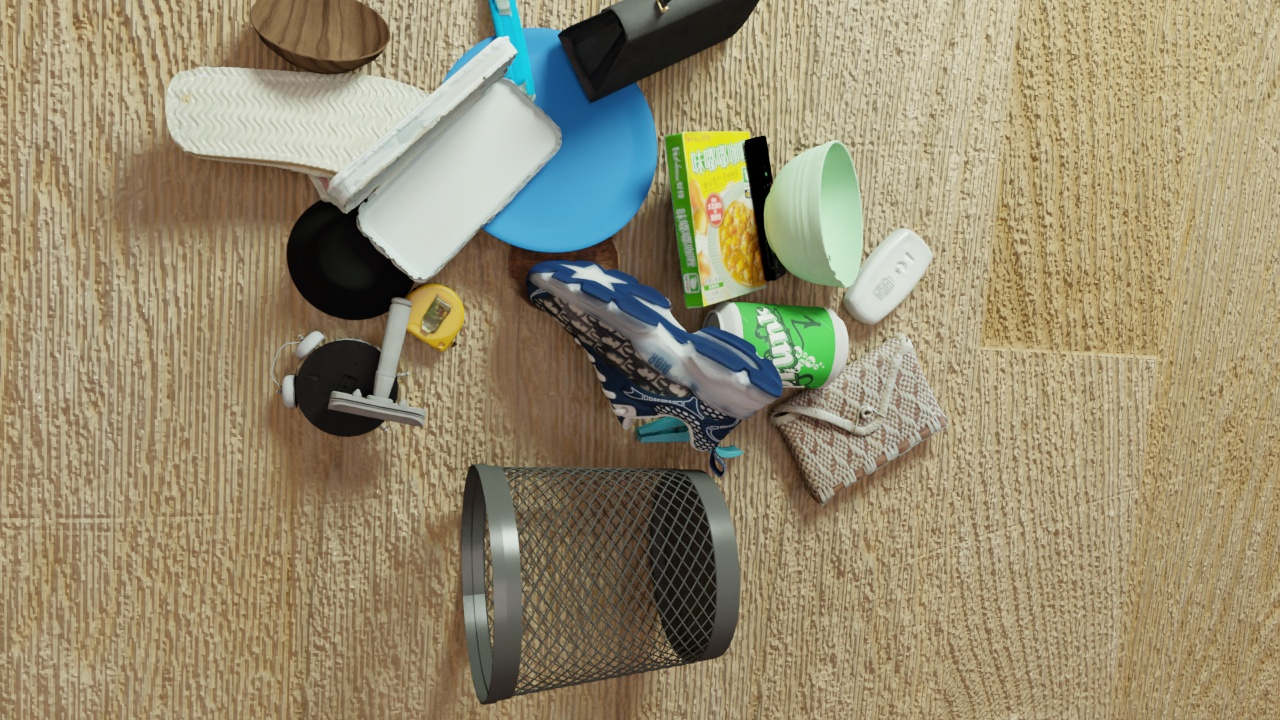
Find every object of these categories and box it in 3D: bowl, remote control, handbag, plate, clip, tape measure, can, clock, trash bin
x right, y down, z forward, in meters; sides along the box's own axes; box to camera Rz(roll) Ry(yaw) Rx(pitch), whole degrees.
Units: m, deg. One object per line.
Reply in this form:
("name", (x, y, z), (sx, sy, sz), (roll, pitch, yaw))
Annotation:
("bowl", (0.176, -0.147, 0.950), (0.077, 0.150, 0.151), (-2, 100, 29))
("remote control", (0.275, -0.092, 1.022), (0.060, 0.028, 0.114), (39, 87, -15))
("handbag", (0.040, -0.327, 0.837), (0.175, 0.196, 0.072), (-30, 101, -17))
("remote control", (0.133, -0.160, 0.971), (0.013, 0.034, 0.150), (-3, 106, 30))
("bowl", (-0.290, -0.292, 0.835), (0.119, 0.119, 0.032), (8, 136, -15))
("plate", (-0.094, -0.216, 0.909), (0.224, 0.024, 0.224), (1, 85, -16))
("clip", (0.069, 0.078, 0.997), (0.122, 0.033, 0.120), (-42, 108, -6))
("handbag", (0.246, 0.065, 1.026), (0.185, 0.047, 0.124), (-30, 104, -8))
("bowl", (-0.275, -0.099, 0.875), (0.124, 0.052, 0.124), (-2, 97, -14))
("tape measure", (-0.204, -0.046, 0.911), (0.068, 0.030, 0.059), (35, 90, -16))
("bowl", (-0.079, -0.098, 0.937), (0.114, 0.026, 0.102), (3, 97, -14))
("can", (0.140, -0.016, 0.969), (0.139, 0.088, 0.088), (2, 96, -14))
("clock", (-0.296, 0.021, 0.895), (0.122, 0.035, 0.094), (22, 91, -14))
("trash bin", (-0.046, 0.205, 0.891), (0.227, 0.218, 0.218), (-1, 97, -18))

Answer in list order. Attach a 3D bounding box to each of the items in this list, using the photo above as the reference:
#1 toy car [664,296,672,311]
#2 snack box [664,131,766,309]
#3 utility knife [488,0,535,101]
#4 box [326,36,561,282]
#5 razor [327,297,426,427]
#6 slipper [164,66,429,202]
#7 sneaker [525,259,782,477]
("toy car", (-0.006, -0.019, 0.961), (0.039, 0.039, 0.113), (34, 89, 6))
("snack box", (0.079, -0.145, 0.930), (0.131, 0.027, 0.168), (-19, 104, -52))
("utility knife", (-0.136, -0.346, 0.886), (0.031, 0.015, 0.220), (-14, 88, -20))
("box", (-0.166, -0.181, 0.814), (0.129, 0.105, 0.210), (42, 82, -13))
("razor", (-0.238, -0.002, 0.868), (0.088, 0.047, 0.116), (13, 86, -15))
("slipper", (-0.294, -0.208, 0.852), (0.262, 0.052, 0.115), (2, 86, -27))
("sneaker", (-0.005, 0.005, 0.896), (0.269, 0.103, 0.133), (30, 113, 4))
